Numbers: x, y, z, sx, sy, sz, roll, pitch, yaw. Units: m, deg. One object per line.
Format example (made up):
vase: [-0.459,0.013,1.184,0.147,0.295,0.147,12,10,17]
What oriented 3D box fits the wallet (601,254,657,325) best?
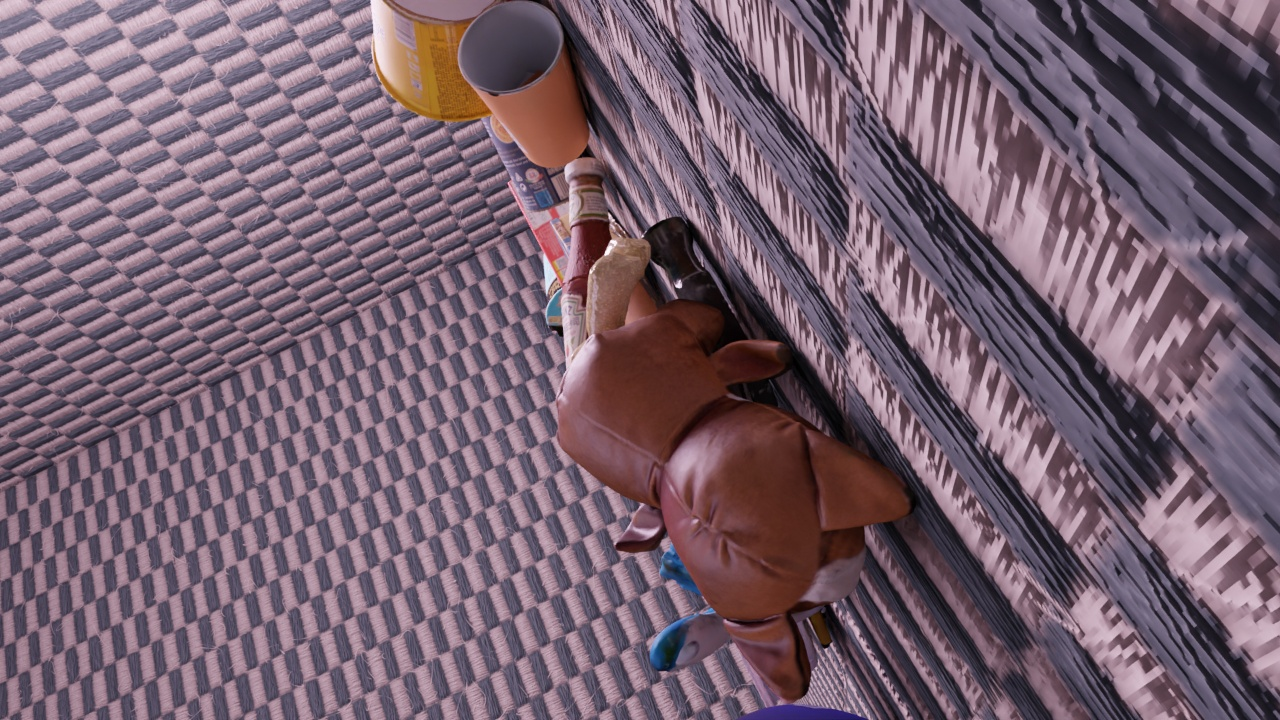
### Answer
wallet: [0.010,-0.003,0.666,0.108,0.031,0.131,72,172,-45]

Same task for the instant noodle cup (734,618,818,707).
instant noodle cup: [0.113,0.216,0.850,0.173,0.060,0.138,-102,-10,-54]

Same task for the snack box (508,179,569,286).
snack box: [-0.087,-0.159,1.051,0.153,0.075,0.025,61,178,21]

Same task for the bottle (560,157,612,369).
bottle: [-0.039,-0.070,0.775,0.060,0.060,0.206,79,-175,-78]

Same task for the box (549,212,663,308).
box: [-0.030,-0.086,0.903,0.090,0.061,0.184,64,178,-34]

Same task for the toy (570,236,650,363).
toy: [-0.011,0.002,0.570,0.105,0.066,0.157,-73,-17,-65]

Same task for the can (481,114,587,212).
can: [-0.096,-0.203,0.862,0.111,0.075,0.075,64,176,-25]

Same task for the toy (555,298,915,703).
toy: [0.045,0.057,0.463,0.199,0.130,0.140,42,123,50]

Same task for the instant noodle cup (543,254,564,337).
instant noodle cup: [-0.075,-0.101,1.177,0.111,0.111,0.120,67,-176,-46]

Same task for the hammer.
hammer: [0.053,0.015,0.687,0.126,0.032,0.323,63,176,18]

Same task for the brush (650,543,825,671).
brush: [0.054,0.147,0.587,0.109,0.060,0.314,24,-176,34]

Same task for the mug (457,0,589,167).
mug: [-0.081,-0.203,0.703,0.078,0.078,0.123,62,180,21]

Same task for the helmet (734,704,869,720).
helmet: [0.130,0.397,0.668,0.239,0.248,0.316,-56,-41,-44]

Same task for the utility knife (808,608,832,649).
utility knife: [0.148,0.204,0.820,0.033,0.015,0.164,-117,2,-56]

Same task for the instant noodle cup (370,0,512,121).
instant noodle cup: [-0.152,-0.278,0.725,0.138,0.138,0.110,62,167,13]
